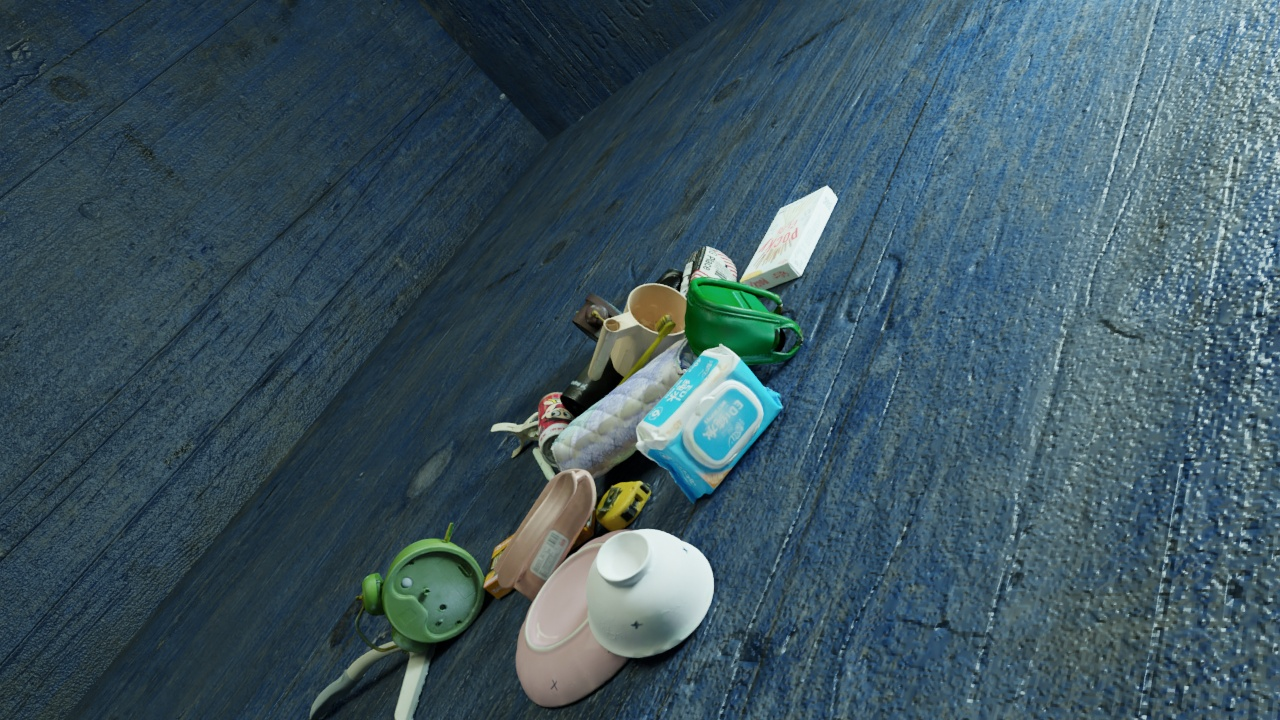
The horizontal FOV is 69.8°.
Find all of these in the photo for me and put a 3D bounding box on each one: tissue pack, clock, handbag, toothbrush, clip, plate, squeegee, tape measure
[{"bbox_3d":[0.068,0.061,0.907,0.140,0.090,0.063,-48,20,-9],"label":"tissue pack"},{"bbox_3d":[-0.056,-0.057,1.384,0.055,0.082,0.122,-52,20,-5],"label":"clock"},{"bbox_3d":[-0.257,0.275,1.072,0.161,0.116,0.056,-37,17,-11],"label":"clock"},{"bbox_3d":[0.110,-0.046,1.014,0.131,0.120,0.068,-108,22,-70],"label":"handbag"},{"bbox_3d":[-0.007,0.007,1.113,0.015,0.016,0.191,-10,-29,-36],"label":"toothbrush"},{"bbox_3d":[-0.165,0.101,1.345,0.097,0.060,0.034,-23,27,22],"label":"clip"},{"bbox_3d":[-0.055,0.235,0.880,0.193,0.039,0.192,-38,21,18],"label":"plate"},{"bbox_3d":[-0.345,0.389,1.144,0.247,0.039,0.246,-37,22,22],"label":"squeegee"},{"bbox_3d":[-0.002,0.058,1.054,0.194,0.075,0.134,-38,2,21],"label":"handbag"},{"bbox_3d":[-0.024,0.155,0.990,0.060,0.029,0.057,-15,36,54],"label":"tape measure"},{"bbox_3d":[-0.121,0.145,1.213,0.189,0.029,0.020,-147,61,-71],"label":"toothbrush"}]

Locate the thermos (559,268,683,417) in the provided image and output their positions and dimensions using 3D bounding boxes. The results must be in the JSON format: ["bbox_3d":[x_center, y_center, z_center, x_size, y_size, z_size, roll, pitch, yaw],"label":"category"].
[{"bbox_3d":[-0.016,-0.020,1.257,0.242,0.068,0.090,-52,28,-22],"label":"thermos"}]

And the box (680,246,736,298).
[{"bbox_3d":[0.094,-0.103,1.208,0.077,0.075,0.163,-26,25,29],"label":"box"}]

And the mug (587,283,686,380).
[{"bbox_3d":[-0.004,-0.025,1.141,0.124,0.084,0.104,-21,-29,-31],"label":"mug"}]

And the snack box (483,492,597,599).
[{"bbox_3d":[-0.114,0.210,1.062,0.154,0.026,0.075,-37,21,20],"label":"snack box"}]

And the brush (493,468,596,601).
[{"bbox_3d":[-0.096,0.179,0.972,0.145,0.063,0.073,-58,-23,2],"label":"brush"}]

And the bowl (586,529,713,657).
[{"bbox_3d":[-0.003,0.185,0.785,0.118,0.065,0.118,-18,38,14],"label":"bowl"}]

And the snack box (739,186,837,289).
[{"bbox_3d":[0.192,-0.154,1.177,0.085,0.027,0.156,-20,31,48],"label":"snack box"}]

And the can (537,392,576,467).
[{"bbox_3d":[-0.112,0.093,1.242,0.053,0.053,0.132,-41,20,9],"label":"can"}]
